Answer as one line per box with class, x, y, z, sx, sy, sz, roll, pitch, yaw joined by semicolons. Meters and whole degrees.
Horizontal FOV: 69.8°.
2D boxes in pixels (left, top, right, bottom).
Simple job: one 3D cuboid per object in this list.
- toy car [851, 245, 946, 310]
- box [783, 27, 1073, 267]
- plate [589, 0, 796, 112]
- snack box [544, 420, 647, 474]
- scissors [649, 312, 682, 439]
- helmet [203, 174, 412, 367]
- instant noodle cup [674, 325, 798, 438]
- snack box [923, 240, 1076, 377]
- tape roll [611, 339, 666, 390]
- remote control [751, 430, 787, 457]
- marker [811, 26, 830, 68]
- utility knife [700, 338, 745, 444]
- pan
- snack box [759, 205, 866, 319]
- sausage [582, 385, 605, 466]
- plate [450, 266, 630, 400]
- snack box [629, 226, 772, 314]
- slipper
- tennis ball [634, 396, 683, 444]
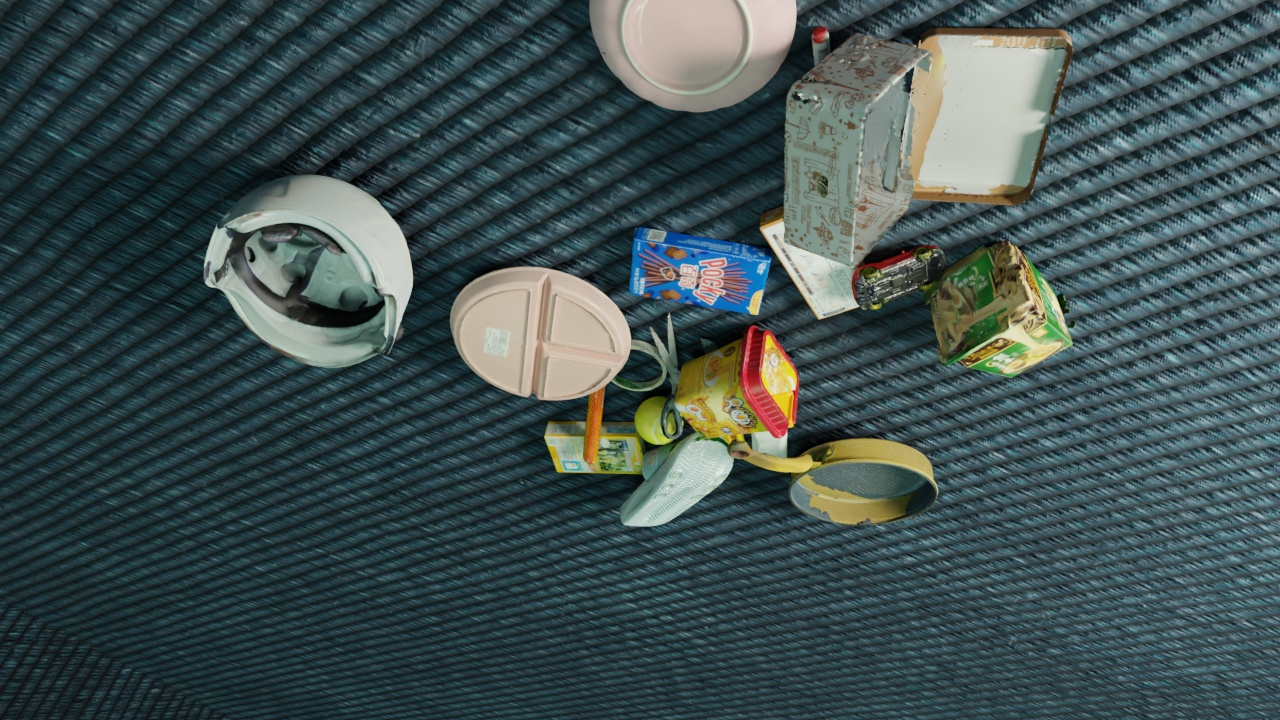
toy car;0.282;-0.093;1.001;0.106;0.031;0.049;-20;128;-1
box;0.252;-0.208;0.857;0.269;0.136;0.180;-18;136;-11
plate;0.044;-0.307;0.840;0.192;0.038;0.193;7;137;7
snack box;-0.063;0.127;1.333;0.140;0.033;0.087;1;136;15
scissors;0.044;0.026;1.173;0.014;0.164;0.164;22;-178;42
helmet;-0.369;-0.116;1.068;0.229;0.145;0.259;20;145;-5
instant noodle cup;0.117;0.036;1.131;0.124;0.115;0.116;-17;130;30
snack box;0.390;-0.045;0.988;0.105;0.118;0.118;26;137;-28
tape roll;-0.007;0.007;1.205;0.086;0.013;0.086;7;137;7
remote control;0.176;0.102;1.253;0.049;0.024;0.125;1;136;12
marker;0.179;-0.250;0.883;0.017;0.017;0.145;-2;135;16
utility knife;0.108;0.052;1.222;0.033;0.015;0.223;-5;134;15
pan;0.242;0.150;1.203;0.357;0.078;0.198;30;139;-32
snack box;0.200;-0.113;1.017;0.075;0.026;0.154;-18;129;29
sausage;-0.064;0.079;1.262;0.021;0.021;0.165;10;120;3
plate;-0.127;-0.024;1.149;0.229;0.028;0.230;4;139;4
snack box;0.067;-0.103;1.060;0.157;0.026;0.085;10;137;4
slipper;0.044;0.164;1.304;0.104;0.074;0.246;6;144;-29
tennis ball;0.025;0.081;1.237;0.065;0.065;0.066;7;137;6
